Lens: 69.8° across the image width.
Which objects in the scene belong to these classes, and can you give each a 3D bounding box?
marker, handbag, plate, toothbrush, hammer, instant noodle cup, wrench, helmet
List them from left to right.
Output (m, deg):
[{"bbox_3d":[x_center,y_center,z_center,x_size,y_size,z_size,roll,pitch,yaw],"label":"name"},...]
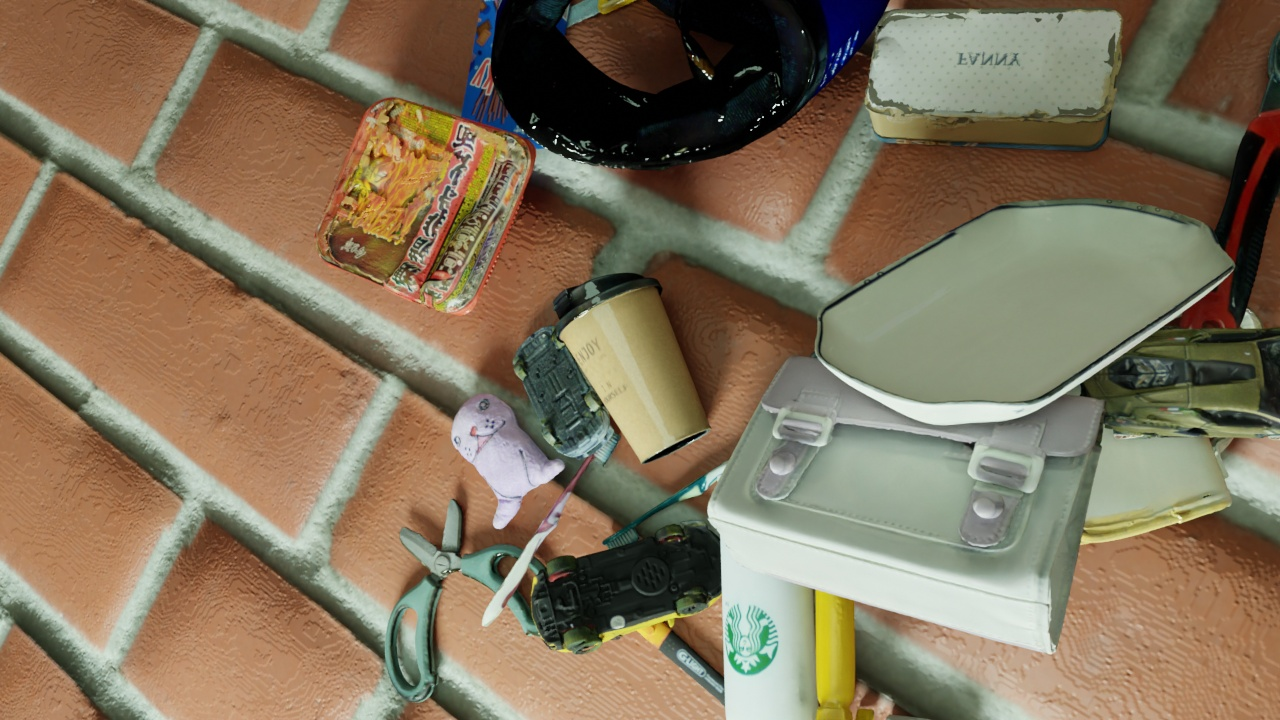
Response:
[{"bbox_3d":[-0.184,-0.133,0.811,0.189,0.079,0.164,23,88,22],"label":"instant noodle cup"},{"bbox_3d":[-0.072,0.135,0.742,0.017,0.016,0.187,32,84,13],"label":"toothbrush"},{"bbox_3d":[0.028,0.221,0.698,0.124,0.015,0.018,36,92,23],"label":"marker"},{"bbox_3d":[0.041,-0.299,0.677,0.316,0.247,0.239,-10,53,49],"label":"helmet"},{"bbox_3d":[0.050,0.099,0.713,0.192,0.016,0.018,-34,80,12],"label":"toothbrush"},{"bbox_3d":[0.134,0.134,0.634,0.033,0.129,0.300,-4,67,21],"label":"hammer"},{"bbox_3d":[0.160,0.071,0.550,0.197,0.098,0.144,9,53,33],"label":"handbag"},{"bbox_3d":[0.231,-0.032,0.560,0.265,0.034,0.162,-29,35,-24],"label":"plate"},{"bbox_3d":[0.326,0.027,0.606,0.179,0.063,0.163,-14,75,3],"label":"handbag"},{"bbox_3d":[0.410,-0.124,0.599,0.056,0.016,0.273,25,83,14],"label":"wrench"}]

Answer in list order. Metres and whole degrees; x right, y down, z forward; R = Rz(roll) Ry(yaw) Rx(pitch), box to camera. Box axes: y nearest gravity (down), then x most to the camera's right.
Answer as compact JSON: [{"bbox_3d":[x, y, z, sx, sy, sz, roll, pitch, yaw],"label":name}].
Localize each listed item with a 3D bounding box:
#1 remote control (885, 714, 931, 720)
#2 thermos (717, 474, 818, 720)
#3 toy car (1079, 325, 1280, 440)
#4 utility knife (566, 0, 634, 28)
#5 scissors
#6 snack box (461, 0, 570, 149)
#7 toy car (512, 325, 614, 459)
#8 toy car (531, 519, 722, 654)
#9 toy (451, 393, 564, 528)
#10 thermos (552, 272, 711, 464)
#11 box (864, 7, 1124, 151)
[{"bbox_3d":[0.189,0.312,0.617,0.056,0.019,0.135,3,81,21],"label":"remote control"},{"bbox_3d":[0.089,0.192,0.648,0.073,0.073,0.224,-5,78,20],"label":"thermos"},{"bbox_3d":[0.348,0.012,0.552,0.158,0.042,0.070,0,78,7],"label":"toy car"},{"bbox_3d":[0.008,-0.337,0.811,0.203,0.015,0.033,-19,72,18],"label":"utility knife"},{"bbox_3d":[-0.154,0.214,0.768,0.170,0.019,0.178,27,91,22],"label":"scissors"},{"bbox_3d":[-0.114,-0.269,0.835,0.085,0.026,0.157,4,81,28],"label":"snack box"},{"bbox_3d":[-0.064,0.025,0.758,0.054,0.036,0.120,-39,57,13],"label":"toy car"},{"bbox_3d":[-0.007,0.173,0.694,0.156,0.041,0.071,-18,60,-4],"label":"toy car"},{"bbox_3d":[-0.119,0.077,0.769,0.084,0.039,0.108,-47,69,14],"label":"toy"},{"bbox_3d":[-0.004,0.004,0.716,0.093,0.093,0.143,-29,78,13],"label":"thermos"},{"bbox_3d":[0.261,-0.205,0.667,0.184,0.061,0.089,11,84,20],"label":"box"}]
